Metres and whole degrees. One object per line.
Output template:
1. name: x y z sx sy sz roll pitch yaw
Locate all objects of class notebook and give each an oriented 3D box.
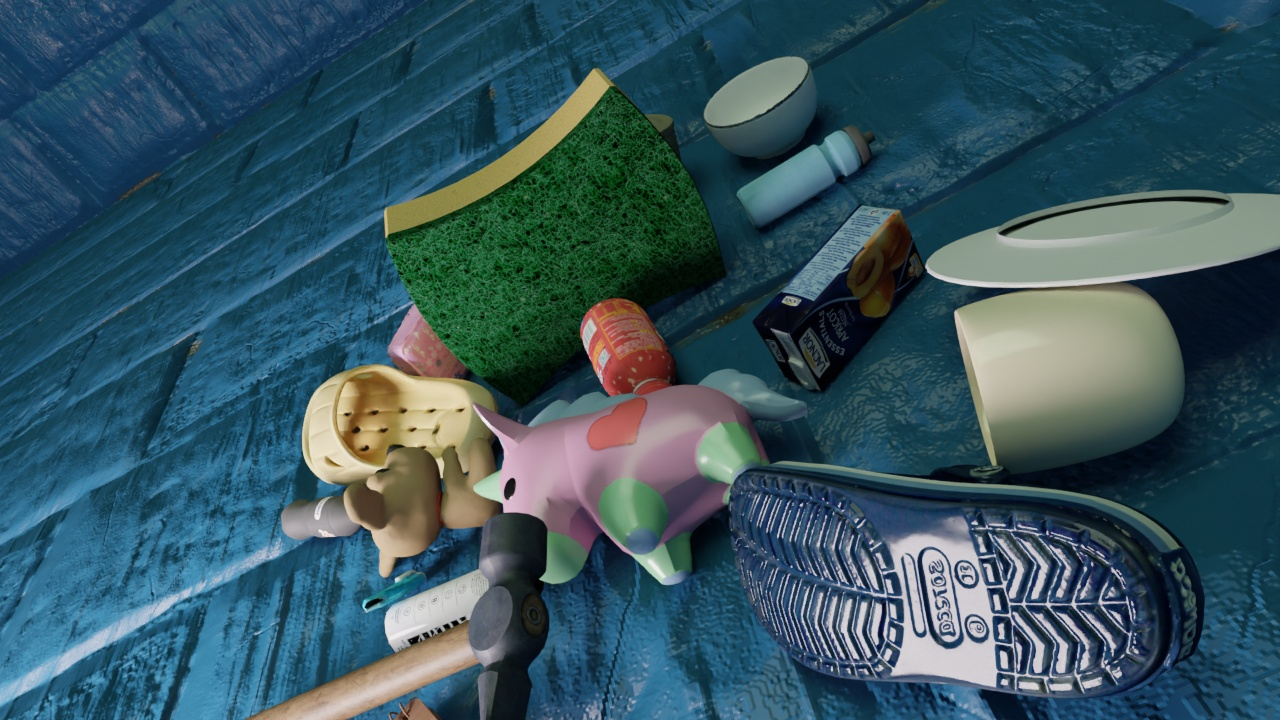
1. notebook: -0.168 0.316 0.523 0.210 0.022 0.169 -48 36 -18

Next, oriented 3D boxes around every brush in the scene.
1. brush: -0.072 -0.101 0.793 0.250 0.195 0.075 -33 34 4

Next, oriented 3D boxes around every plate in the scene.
1. plate: 0.276 -0.079 0.540 0.208 0.015 0.208 -12 14 3

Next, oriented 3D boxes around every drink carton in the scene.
1. drink carton: 0.143 -0.046 0.657 0.130 0.064 0.040 -46 35 -15

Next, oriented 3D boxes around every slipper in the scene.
1. slipper: 0.147 0.103 0.454 0.095 0.105 0.253 -9 4 -34
2. slipper: -0.243 0.057 0.835 0.262 0.079 0.111 -2 72 35

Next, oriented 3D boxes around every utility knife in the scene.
1. utility knife: -0.180 0.167 0.660 0.022 0.015 0.124 -23 -5 1

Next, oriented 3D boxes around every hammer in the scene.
1. hammer: -0.180 0.214 0.594 0.323 0.040 0.129 -30 43 30

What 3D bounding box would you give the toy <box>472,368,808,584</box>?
1. toy: -0.005 0.065 0.620 0.222 0.120 0.171 -36 43 0

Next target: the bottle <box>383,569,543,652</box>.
1. bottle: -0.122 0.172 0.643 0.116 0.041 0.041 -25 35 16

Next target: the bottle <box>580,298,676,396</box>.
1. bottle: -0.004 0.004 0.728 0.062 0.062 0.137 -33 34 3

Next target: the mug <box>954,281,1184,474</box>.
1. mug: 0.233 0.005 0.500 0.100 0.096 0.120 -14 1 16

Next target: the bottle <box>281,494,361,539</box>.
1. bottle: -0.275 0.139 0.819 0.110 0.036 0.036 -11 41 32

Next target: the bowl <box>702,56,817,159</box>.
1. bowl: 0.126 -0.244 0.915 0.114 0.063 0.113 -23 36 18

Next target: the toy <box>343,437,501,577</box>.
1. toy: -0.163 0.110 0.717 0.108 0.134 0.105 -11 57 -10

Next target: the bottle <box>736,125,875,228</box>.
1. bottle: 0.151 -0.167 0.821 0.130 0.040 0.040 -30 34 7

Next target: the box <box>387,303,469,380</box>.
1. box: -0.200 -0.072 0.950 0.106 0.086 0.229 0 53 35

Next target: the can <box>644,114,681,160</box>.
1. can: -0.020 -0.198 0.942 0.128 0.073 0.127 -11 27 5
